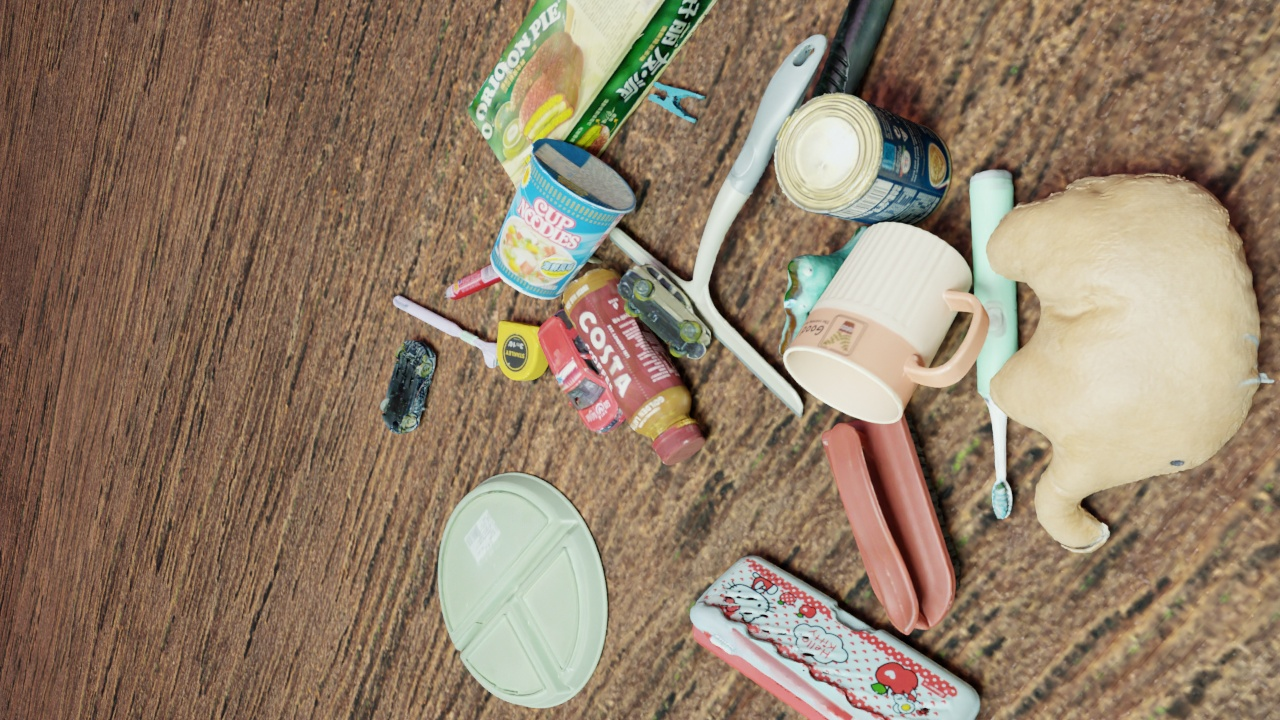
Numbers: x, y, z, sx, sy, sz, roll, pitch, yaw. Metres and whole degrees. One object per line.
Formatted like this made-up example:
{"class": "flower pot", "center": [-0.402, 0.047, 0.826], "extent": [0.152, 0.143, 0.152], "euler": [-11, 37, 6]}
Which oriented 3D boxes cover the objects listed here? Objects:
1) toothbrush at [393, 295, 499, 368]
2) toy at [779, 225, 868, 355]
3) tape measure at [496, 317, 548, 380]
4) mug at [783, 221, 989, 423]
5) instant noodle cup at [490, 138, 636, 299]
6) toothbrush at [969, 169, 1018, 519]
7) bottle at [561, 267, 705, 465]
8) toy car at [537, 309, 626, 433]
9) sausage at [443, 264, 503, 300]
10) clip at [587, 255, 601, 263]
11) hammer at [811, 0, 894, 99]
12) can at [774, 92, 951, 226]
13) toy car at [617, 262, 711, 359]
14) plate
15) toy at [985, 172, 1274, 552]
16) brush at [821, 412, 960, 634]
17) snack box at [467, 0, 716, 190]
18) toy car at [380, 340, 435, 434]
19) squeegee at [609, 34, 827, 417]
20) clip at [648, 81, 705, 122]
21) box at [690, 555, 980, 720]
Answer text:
{"class": "toothbrush", "center": [-0.203, -0.036, 0.959], "extent": [0.189, 0.021, 0.029], "euler": [26, 69, 38]}
{"class": "toy", "center": [0.124, -0.049, 0.639], "extent": [0.030, 0.091, 0.096], "euler": [26, 110, 37]}
{"class": "tape measure", "center": [-0.109, -0.010, 0.874], "extent": [0.060, 0.028, 0.057], "euler": [11, 97, 39]}
{"class": "mug", "center": [0.164, -0.022, 0.582], "extent": [0.115, 0.081, 0.105], "euler": [14, 66, 51]}
{"class": "instant noodle cup", "center": [-0.072, -0.114, 0.776], "extent": [0.099, 0.099, 0.110], "euler": [51, 123, 27]}
{"class": "toothbrush", "center": [0.230, -0.010, 0.593], "extent": [0.026, 0.027, 0.224], "euler": [-2, 90, 29]}
{"class": "bottle", "center": [-0.005, 0.004, 0.768], "extent": [0.058, 0.057, 0.175], "euler": [-45, 64, 31]}
{"class": "toy car", "center": [-0.051, 0.009, 0.817], "extent": [0.053, 0.045, 0.120], "euler": [-44, 67, 33]}
{"class": "sausage", "center": [-0.145, -0.086, 0.907], "extent": [0.156, 0.020, 0.020], "euler": [-17, 80, 39]}
{"class": "clip", "center": [-0.072, -0.129, 0.838], "extent": [0.098, 0.034, 0.064], "euler": [17, 101, 33]}
{"class": "hammer", "center": [0.166, -0.262, 0.636], "extent": [0.129, 0.032, 0.301], "euler": [33, 111, 36]}
{"class": "can", "center": [0.147, -0.128, 0.604], "extent": [0.075, 0.111, 0.075], "euler": [1, 92, 40]}
{"class": "toy car", "center": [0.022, -0.039, 0.741], "extent": [0.090, 0.035, 0.042], "euler": [45, 158, 5]}
{"class": "plate", "center": [-0.124, 0.225, 0.894], "extent": [0.231, 0.027, 0.230], "euler": [1, 91, 39]}
{"class": "toy", "center": [0.276, 0.006, 0.528], "extent": [0.144, 0.082, 0.226], "euler": [0, 94, 44]}
{"class": "brush", "center": [0.169, 0.110, 0.620], "extent": [0.063, 0.069, 0.145], "euler": [-25, 75, 38]}
{"class": "snack box", "center": [-0.047, -0.264, 0.794], "extent": [0.241, 0.063, 0.114], "euler": [-48, 62, 30]}
{"class": "toy car", "center": [-0.248, 0.030, 0.988], "extent": [0.049, 0.031, 0.106], "euler": [33, 110, 35]}
{"class": "squeegee", "center": [0.074, -0.121, 0.677], "extent": [0.246, 0.039, 0.247], "euler": [46, 131, 30]}
{"class": "clip", "center": [0.029, -0.216, 0.763], "extent": [0.056, 0.014, 0.041], "euler": [32, 110, 35]}
{"class": "box", "center": [0.129, 0.208, 0.641], "extent": [0.201, 0.090, 0.068], "euler": [26, 116, 36]}
